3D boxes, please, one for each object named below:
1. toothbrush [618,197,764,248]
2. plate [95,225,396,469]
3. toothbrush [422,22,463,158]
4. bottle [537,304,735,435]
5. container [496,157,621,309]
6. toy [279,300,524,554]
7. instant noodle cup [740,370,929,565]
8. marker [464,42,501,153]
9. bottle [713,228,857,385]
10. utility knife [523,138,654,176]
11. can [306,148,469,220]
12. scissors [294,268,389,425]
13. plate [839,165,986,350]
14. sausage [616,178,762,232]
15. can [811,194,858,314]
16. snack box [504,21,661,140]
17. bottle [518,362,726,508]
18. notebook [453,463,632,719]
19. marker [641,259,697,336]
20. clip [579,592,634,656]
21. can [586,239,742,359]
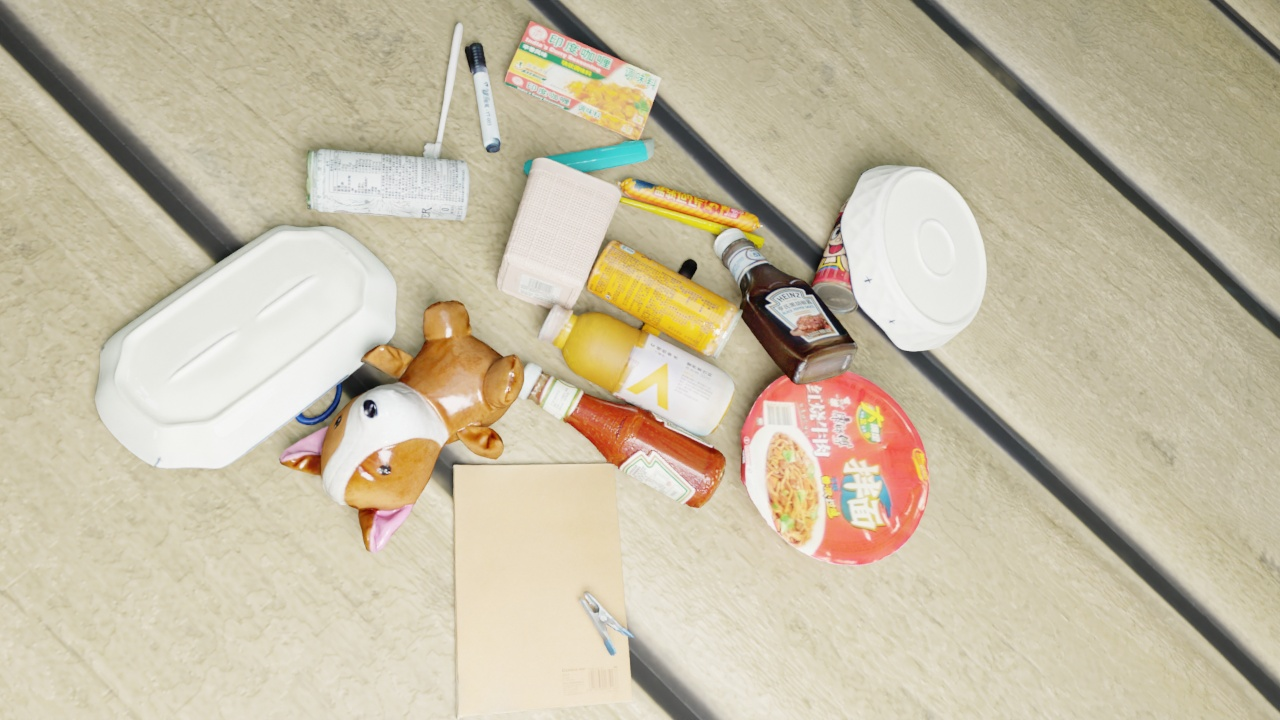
[{"bbox_3d":[0.041,-0.147,0.970,0.190,0.016,0.016,15,70,-11],"label":"toothbrush"},{"bbox_3d":[-0.334,-0.025,0.786,0.162,0.034,0.265,43,64,11],"label":"plate"},{"bbox_3d":[-0.203,-0.279,0.949,0.016,0.016,0.179,8,68,-7],"label":"toothbrush"},{"bbox_3d":[-0.005,0.005,0.866,0.189,0.068,0.067,27,64,-5],"label":"bottle"},{"bbox_3d":[-0.083,-0.115,0.881,0.090,0.090,0.110,20,68,-8],"label":"container"},{"bbox_3d":[-0.191,0.050,0.767,0.140,0.131,0.199,41,72,20],"label":"toy"},{"bbox_3d":[0.176,0.105,0.883,0.193,0.066,0.193,6,68,-16],"label":"instant noodle cup"},{"bbox_3d":[-0.165,-0.275,0.958,0.022,0.018,0.130,-8,71,-10],"label":"marker"},{"bbox_3d":[0.133,-0.060,0.911,0.079,0.044,0.194,-13,50,-24],"label":"bottle"},{"bbox_3d":[-0.052,-0.213,0.971,0.151,0.013,0.029,-14,71,-19],"label":"utility knife"},{"bbox_3d":[-0.238,-0.166,0.869,0.146,0.058,0.058,1,69,-16],"label":"can"},{"bbox_3d":[-0.287,-0.025,0.825,0.124,0.012,0.173,2,67,-16],"label":"scissors"},{"bbox_3d":[0.300,-0.115,0.981,0.204,0.046,0.204,8,77,-35],"label":"plate"},{"bbox_3d":[0.054,-0.165,0.977,0.165,0.021,0.021,15,66,-11],"label":"sausage"},{"bbox_3d":[0.227,-0.117,0.992,0.053,0.053,0.132,27,64,-5],"label":"can"},{"bbox_3d":[-0.061,-0.302,0.994,0.155,0.027,0.076,21,63,-8],"label":"snack box"},{"bbox_3d":[-0.021,0.065,0.844,0.206,0.060,0.059,29,64,-3],"label":"bottle"},{"bbox_3d":[-0.086,0.193,0.799,0.149,0.012,0.211,1,69,-17],"label":"notebook"},{"bbox_3d":[0.027,-0.057,0.931,0.018,0.015,0.123,32,61,-1],"label":"marker"},{"bbox_3d":[-0.032,0.223,0.787,0.045,0.027,0.058,-39,82,-21],"label":"clip"},{"bbox_3d":[0.023,-0.059,0.888,0.146,0.058,0.058,29,63,3],"label":"can"}]
